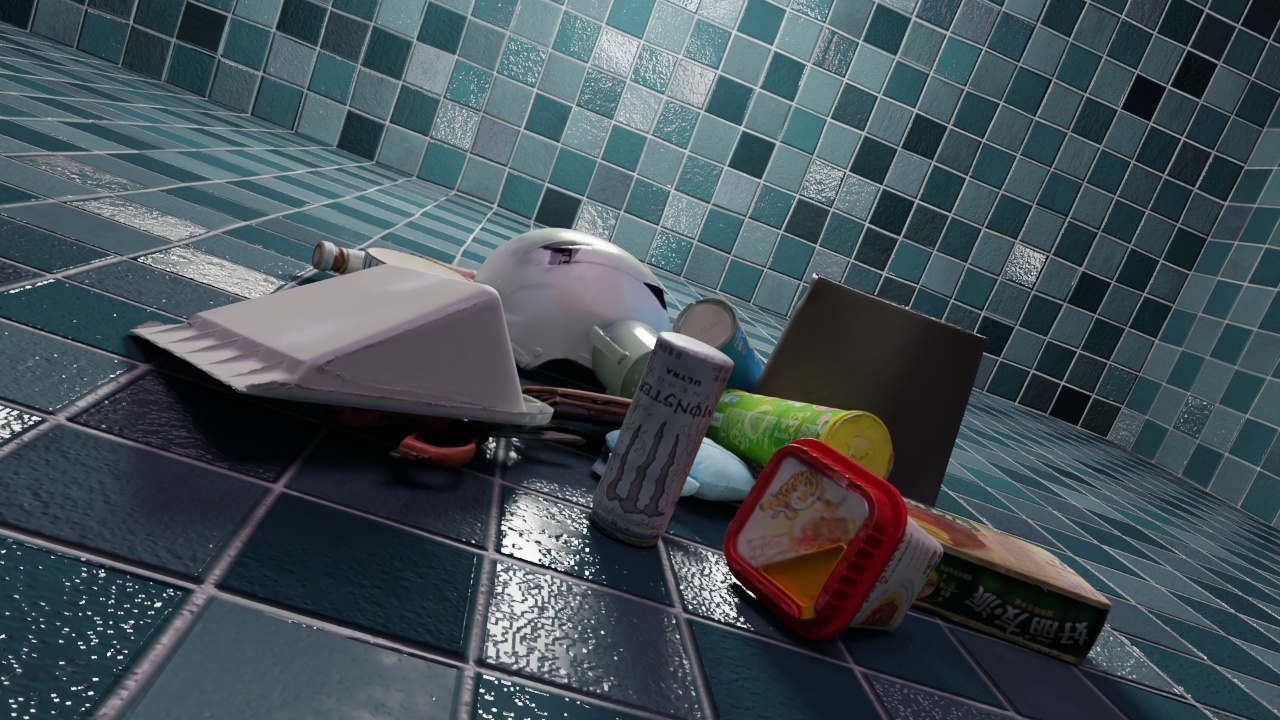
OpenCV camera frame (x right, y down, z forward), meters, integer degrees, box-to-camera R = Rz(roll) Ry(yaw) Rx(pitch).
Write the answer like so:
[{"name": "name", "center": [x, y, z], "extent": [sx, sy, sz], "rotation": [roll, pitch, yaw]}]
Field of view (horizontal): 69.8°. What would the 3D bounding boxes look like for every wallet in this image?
[{"name": "wallet", "center": [-0.041, 0.044, 0.828], "extent": [0.124, 0.032, 0.101], "rotation": [10, -5, -28]}]

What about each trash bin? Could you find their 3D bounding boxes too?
[{"name": "trash bin", "center": [0.230, 0.044, 0.961], "extent": [0.198, 0.220, 0.199], "rotation": [14, 12, -39]}]

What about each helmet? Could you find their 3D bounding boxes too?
[{"name": "helmet", "center": [-0.074, -0.077, 1.077], "extent": [0.258, 0.146, 0.229], "rotation": [7, 14, -29]}]

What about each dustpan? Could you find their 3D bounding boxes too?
[{"name": "dustpan", "center": [-0.198, 0.017, 0.695], "extent": [0.257, 0.143, 0.223], "rotation": [-26, 27, -37]}]

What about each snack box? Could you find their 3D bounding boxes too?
[{"name": "snack box", "center": [0.265, 0.174, 0.794], "extent": [0.240, 0.063, 0.114], "rotation": [20, 10, -6]}]

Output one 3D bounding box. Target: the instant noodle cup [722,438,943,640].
[{"name": "instant noodle cup", "center": [0.143, 0.133, 0.653], "extent": [0.124, 0.116, 0.117], "rotation": [27, 5, -42]}]

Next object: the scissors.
[{"name": "scissors", "center": [-0.126, 0.053, 0.678], "extent": [0.197, 0.015, 0.213], "rotation": [17, 9, -7]}]

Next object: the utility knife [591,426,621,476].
[{"name": "utility knife", "center": [-0.014, 0.078, 0.847], "extent": [0.033, 0.015, 0.218], "rotation": [22, 10, 6]}]

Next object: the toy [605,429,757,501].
[{"name": "toy", "center": [0.042, 0.091, 0.793], "extent": [0.156, 0.050, 0.161], "rotation": [21, 8, -11]}]

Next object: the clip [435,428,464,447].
[{"name": "clip", "center": [-0.141, 0.062, 0.687], "extent": [0.034, 0.013, 0.055], "rotation": [19, 8, -7]}]

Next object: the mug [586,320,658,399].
[{"name": "mug", "center": [-0.006, 0.006, 0.943], "extent": [0.111, 0.082, 0.106], "rotation": [38, 4, -29]}]

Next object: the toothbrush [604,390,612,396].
[{"name": "toothbrush", "center": [0.032, 0.073, 0.974], "extent": [0.188, 0.016, 0.017], "rotation": [28, 5, 33]}]

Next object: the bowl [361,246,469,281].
[{"name": "bowl", "center": [-0.253, -0.075, 1.009], "extent": [0.116, 0.066, 0.116], "rotation": [20, 11, -4]}]

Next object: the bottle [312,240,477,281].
[{"name": "bottle", "center": [-0.291, -0.103, 1.109], "extent": [0.205, 0.060, 0.060], "rotation": [12, 14, -39]}]

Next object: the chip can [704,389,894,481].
[{"name": "chip can", "center": [0.130, 0.070, 0.826], "extent": [0.072, 0.072, 0.221], "rotation": [17, -3, -24]}]

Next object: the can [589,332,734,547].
[{"name": "can", "center": [0.014, 0.056, 0.655], "extent": [0.058, 0.147, 0.058], "rotation": [21, 10, -4]}]

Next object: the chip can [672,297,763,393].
[{"name": "chip can", "center": [0.103, 0.014, 1.021], "extent": [0.071, 0.071, 0.210], "rotation": [29, -14, 34]}]
